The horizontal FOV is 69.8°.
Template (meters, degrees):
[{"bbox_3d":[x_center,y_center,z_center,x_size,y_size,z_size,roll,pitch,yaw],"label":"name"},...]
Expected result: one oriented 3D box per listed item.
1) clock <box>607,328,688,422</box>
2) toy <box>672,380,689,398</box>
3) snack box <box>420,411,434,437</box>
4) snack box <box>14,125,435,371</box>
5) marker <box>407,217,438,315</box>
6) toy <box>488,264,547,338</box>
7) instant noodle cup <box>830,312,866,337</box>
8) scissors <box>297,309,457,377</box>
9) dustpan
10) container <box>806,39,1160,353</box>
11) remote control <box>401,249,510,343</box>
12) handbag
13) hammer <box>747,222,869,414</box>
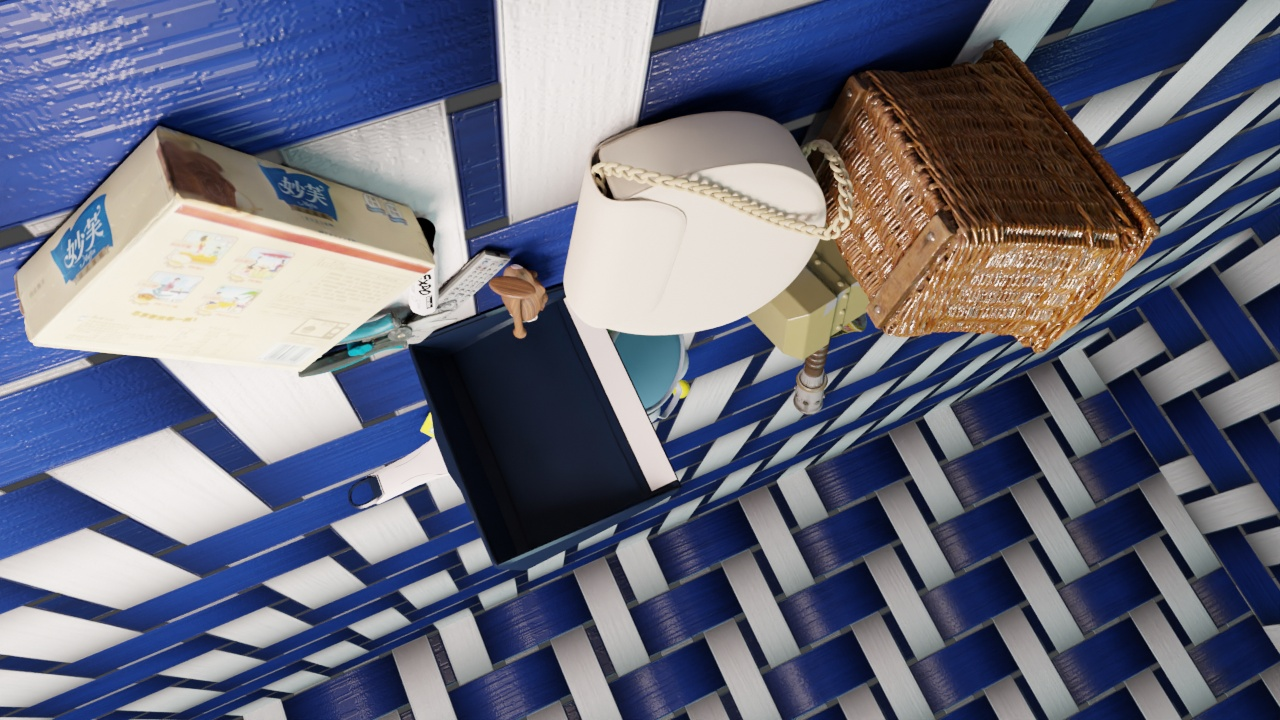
[{"bbox_3d":[-0.006,0.006,1.004,0.121,0.075,0.161,-57,134,-17],"label":"clock"},{"bbox_3d":[-0.009,0.052,1.231,0.131,0.097,0.124,-44,170,-4],"label":"toy"},{"bbox_3d":[-0.162,0.066,1.012,0.168,0.132,0.027,-49,-166,52],"label":"snack box"},{"bbox_3d":[-0.262,-0.060,0.604,0.154,0.055,0.207,-33,161,22],"label":"snack box"},{"bbox_3d":[-0.175,-0.075,0.734,0.025,0.025,0.126,-19,162,-19],"label":"marker"},{"bbox_3d":[-0.107,-0.059,0.827,0.041,0.054,0.102,13,157,2],"label":"toy"},{"bbox_3d":[0.233,-0.065,1.226,0.108,0.102,0.102,-25,165,30],"label":"instant noodle cup"},{"bbox_3d":[-0.242,-0.018,0.800,0.149,0.019,0.122,-34,152,24],"label":"scissors"},{"bbox_3d":[-0.138,0.073,0.857,0.273,0.236,0.080,-28,161,8],"label":"dustpan"},{"bbox_3d":[0.269,-0.140,0.798,0.183,0.249,0.163,-6,145,-24],"label":"container"},{"bbox_3d":[-0.170,-0.055,0.815,0.137,0.013,0.033,-35,160,29],"label":"remote control"},{"bbox_3d":[0.048,-0.102,0.770,0.208,0.103,0.211,-7,147,-18],"label":"handbag"},{"bbox_3d":[0.218,-0.029,1.111,0.190,0.100,0.325,-31,150,-15],"label":"hammer"}]
